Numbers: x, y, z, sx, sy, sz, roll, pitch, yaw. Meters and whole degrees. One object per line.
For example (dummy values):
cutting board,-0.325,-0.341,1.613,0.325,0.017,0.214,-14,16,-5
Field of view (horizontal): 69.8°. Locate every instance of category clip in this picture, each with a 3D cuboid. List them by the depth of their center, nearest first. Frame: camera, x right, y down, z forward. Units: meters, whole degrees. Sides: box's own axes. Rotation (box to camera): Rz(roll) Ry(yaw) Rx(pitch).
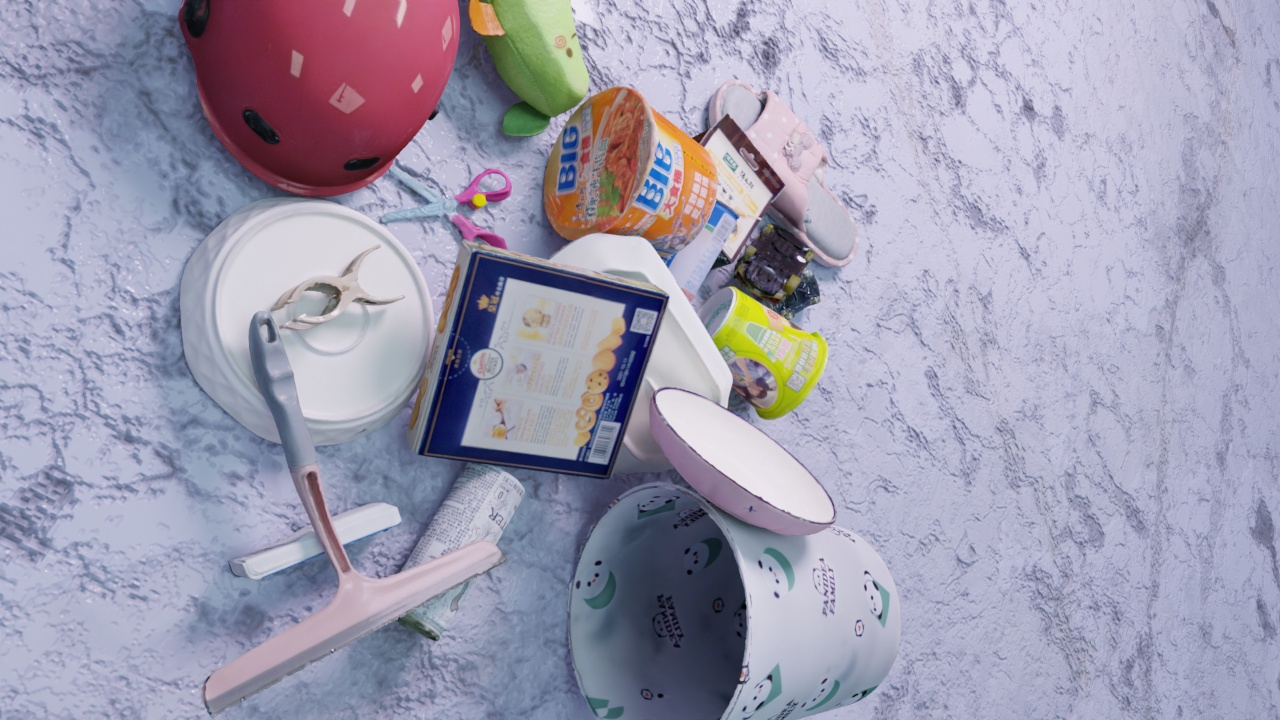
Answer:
clip,-0.233,-0.053,0.709,0.099,0.035,0.070,-30,101,-41

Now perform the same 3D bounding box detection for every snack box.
snack box,-0.086,0.005,0.780,0.182,0.046,0.178,12,106,-26
snack box,0.085,-0.185,1.008,0.113,0.053,0.125,46,60,-23

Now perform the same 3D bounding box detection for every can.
can,-0.157,0.158,0.777,0.058,0.058,0.146,42,61,-25
can,0.046,-0.103,0.940,0.053,0.053,0.134,29,91,-31

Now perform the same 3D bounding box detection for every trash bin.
trash bin,0.100,0.240,0.866,0.251,0.230,0.229,12,76,-40

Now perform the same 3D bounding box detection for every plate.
plate,-0.256,-0.035,0.738,0.204,0.046,0.204,6,80,-36
plate,0.083,0.094,0.810,0.192,0.192,0.039,24,107,-32
plate,-0.005,0.005,0.864,0.162,0.034,0.266,-37,120,-7

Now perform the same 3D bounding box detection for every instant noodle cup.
instant noodle cup,-0.004,-0.173,0.888,0.111,0.152,0.151,16,74,-43
instant noodle cup,0.119,-0.015,0.984,0.123,0.112,0.111,35,64,-20

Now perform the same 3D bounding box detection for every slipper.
slipper,0.181,-0.219,1.085,0.274,0.055,0.114,47,60,-23

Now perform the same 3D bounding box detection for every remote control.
remote control,-0.251,0.140,0.715,0.124,0.049,0.024,-19,93,-38

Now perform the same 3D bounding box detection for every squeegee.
squeegee,-0.244,0.084,0.679,0.247,0.040,0.249,-20,91,-44

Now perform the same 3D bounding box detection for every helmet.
helmet,-0.234,-0.261,0.715,0.206,0.144,0.239,16,69,-36

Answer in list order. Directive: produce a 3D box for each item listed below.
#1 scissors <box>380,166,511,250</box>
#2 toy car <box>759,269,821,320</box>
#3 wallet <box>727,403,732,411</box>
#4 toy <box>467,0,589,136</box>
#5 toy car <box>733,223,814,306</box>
scissors,-0.170,-0.131,0.835,0.133,0.017,0.118,-19,99,-33
toy car,0.177,-0.075,1.076,0.090,0.034,0.043,-29,99,-37
wallet,0.069,0.077,0.977,0.090,0.033,0.115,-41,107,-36
toy,-0.112,-0.339,0.849,0.226,0.090,0.247,-47,121,-56
toy car,0.152,-0.110,1.030,0.070,0.042,0.157,36,35,4
